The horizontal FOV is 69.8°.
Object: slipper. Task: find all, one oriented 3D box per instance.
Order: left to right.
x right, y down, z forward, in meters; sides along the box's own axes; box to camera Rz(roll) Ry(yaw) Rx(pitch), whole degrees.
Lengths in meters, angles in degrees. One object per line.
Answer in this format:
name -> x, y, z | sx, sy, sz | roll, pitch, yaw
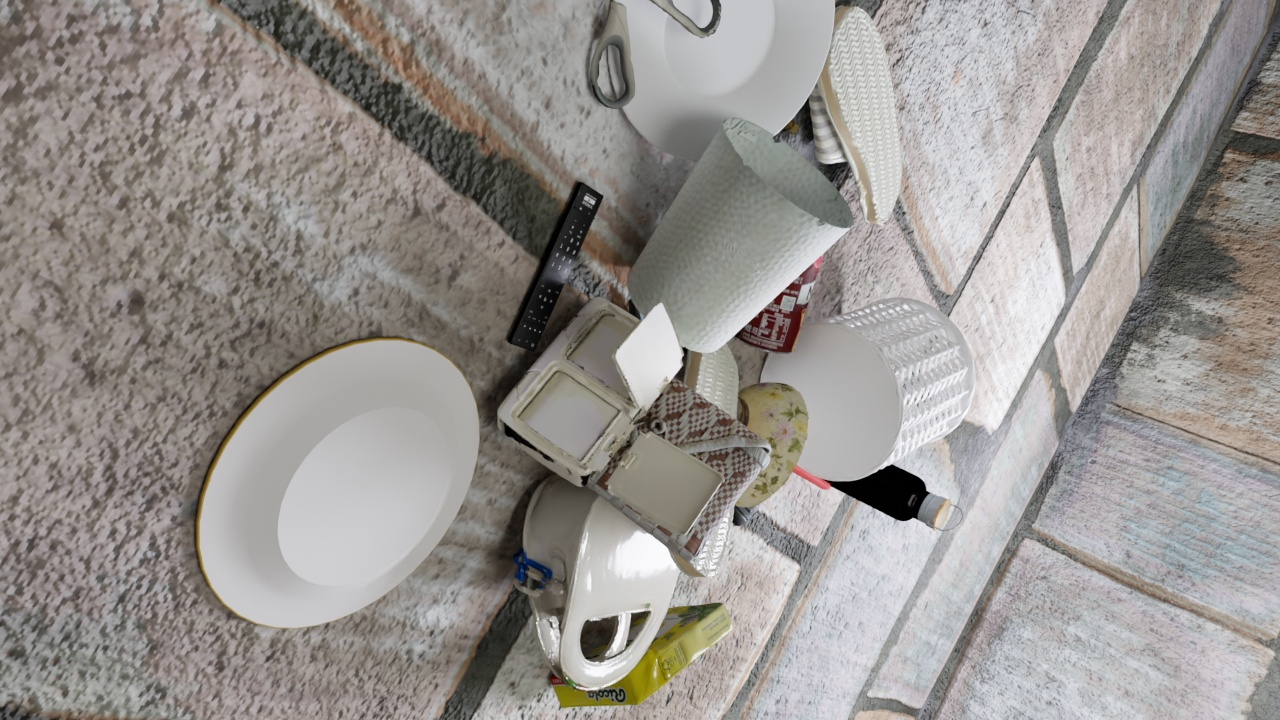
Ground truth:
slipper -> 0.053, 0.085, 0.887 | 0.115, 0.052, 0.262 | 50, 38, -39
slipper -> 0.230, -0.252, 0.976 | 0.114, 0.054, 0.273 | -57, 141, -17

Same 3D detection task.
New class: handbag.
handbag -> -0.040, 0.205, 0.867 | 0.200, 0.093, 0.199 | 18, 79, -56
handbag -> 0.007, 0.069, 0.782 | 0.124, 0.186, 0.047 | -51, 169, -18

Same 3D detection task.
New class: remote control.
remote control -> -0.068, -0.074, 0.739 | 0.030, 0.009, 0.140 | 21, 94, -55

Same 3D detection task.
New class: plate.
plate -> -0.201, 0.094, 0.663 | 0.229, 0.021, 0.230 | -30, 134, -39
plate -> 0.066, -0.264, 0.740 | 0.208, 0.015, 0.209 | -14, 124, -22

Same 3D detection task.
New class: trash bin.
trash bin -> 0.075, -0.098, 0.774 | 0.133, 0.133, 0.162 | -5, 142, -51

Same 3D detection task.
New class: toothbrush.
toothbrush -> 0.178, 0.120, 1.112 | 0.212, 0.012, 0.017 | 31, 55, -45

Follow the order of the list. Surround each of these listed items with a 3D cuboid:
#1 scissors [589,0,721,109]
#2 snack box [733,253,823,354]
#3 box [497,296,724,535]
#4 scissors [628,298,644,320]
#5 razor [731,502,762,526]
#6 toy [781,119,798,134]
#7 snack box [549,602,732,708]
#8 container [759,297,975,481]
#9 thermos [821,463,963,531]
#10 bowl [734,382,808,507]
scissors -> -0.006, -0.263, 0.674 | 0.170, 0.012, 0.158 | -1, 121, -33
snack box -> 0.146, -0.075, 0.964 | 0.072, 0.072, 0.121 | -9, 118, -50
box -> -0.003, 0.032, 0.717 | 0.143, 0.184, 0.099 | -53, 170, -23
scissors -> -0.009, 0.007, 0.863 | 0.138, 0.019, 0.136 | 1, 113, -54
razor -> 0.136, 0.141, 1.115 | 0.053, 0.064, 0.140 | 50, 52, -8
toy -> 0.115, -0.239, 0.823 | 0.100, 0.063, 0.076 | 35, 64, -37
snack box -> 0.006, 0.314, 0.996 | 0.180, 0.122, 0.045 | -20, 88, -47
container -> 0.269, 0.031, 1.092 | 0.186, 0.189, 0.190 | -15, 123, -46
thermos -> 0.298, 0.155, 1.169 | 0.061, 0.231, 0.061 | -31, 133, -39
bowl -> 0.106, 0.079, 0.980 | 0.063, 0.145, 0.145 | 27, 89, -26
